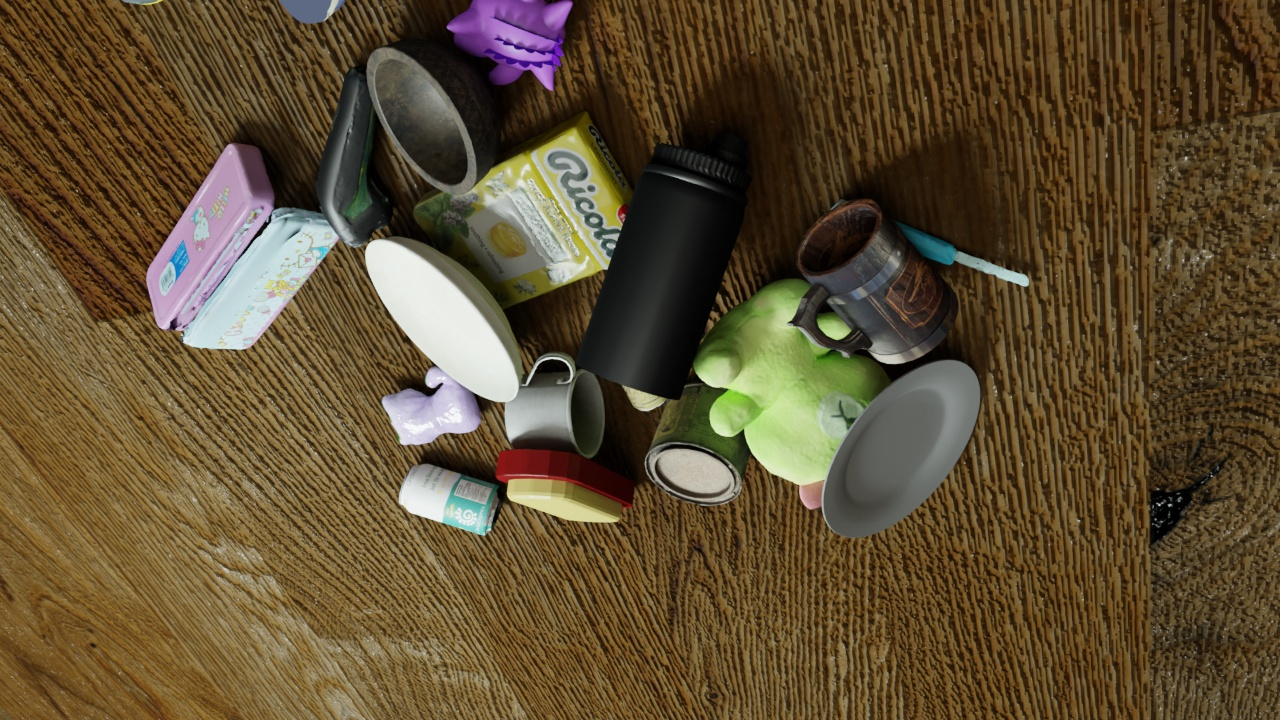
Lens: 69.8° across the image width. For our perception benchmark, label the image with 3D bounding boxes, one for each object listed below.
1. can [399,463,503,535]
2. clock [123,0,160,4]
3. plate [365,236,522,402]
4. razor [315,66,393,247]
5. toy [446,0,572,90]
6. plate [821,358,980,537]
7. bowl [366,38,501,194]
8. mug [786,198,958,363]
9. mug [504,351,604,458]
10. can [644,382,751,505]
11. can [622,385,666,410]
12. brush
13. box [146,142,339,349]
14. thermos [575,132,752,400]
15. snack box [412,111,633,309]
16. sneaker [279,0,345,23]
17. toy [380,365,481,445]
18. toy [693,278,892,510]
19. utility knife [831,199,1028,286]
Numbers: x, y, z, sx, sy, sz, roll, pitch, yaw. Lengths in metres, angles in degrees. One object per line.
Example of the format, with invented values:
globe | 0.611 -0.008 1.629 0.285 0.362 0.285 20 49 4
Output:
can | -0.201 0.147 0.979 0.101 0.054 0.055 17 127 2
clock | -0.385 -0.320 0.688 0.119 0.057 0.083 21 128 -2
plate | -0.166 -0.041 0.811 0.182 0.034 0.183 33 152 20
razor | -0.235 -0.169 0.771 0.067 0.054 0.152 6 123 -23
toy | -0.094 -0.242 0.669 0.088 0.055 0.106 19 135 -3
plate | 0.219 0.075 0.778 0.178 0.012 0.179 -20 129 -26
bowl | -0.148 -0.195 0.708 0.121 0.056 0.121 34 149 24
mug | 0.170 -0.046 0.698 0.107 0.115 0.080 41 166 -30
mug | -0.082 0.039 0.853 0.071 0.084 0.113 -3 126 19
can | 0.057 0.078 0.839 0.090 0.074 0.090 13 140 11
can | -0.005 0.005 0.836 0.038 0.038 0.079 -14 120 23
brush | -0.069 0.124 0.877 0.082 0.041 0.173 -2 161 23
box | -0.372 -0.101 0.862 0.215 0.091 0.090 -38 66 33
thermos | 0.023 -0.078 0.700 0.086 0.086 0.198 19 95 0
snack box | -0.092 -0.115 0.767 0.181 0.045 0.121 -18 119 26
sneaker | -0.184 -0.324 0.635 0.091 0.118 0.234 55 153 -15
toy | -0.210 0.046 0.922 0.100 0.036 0.080 -11 112 16
toy | 0.129 0.024 0.773 0.150 0.107 0.197 -44 123 -9
utility knife | 0.227 -0.087 0.722 0.167 0.015 0.022 22 128 0
